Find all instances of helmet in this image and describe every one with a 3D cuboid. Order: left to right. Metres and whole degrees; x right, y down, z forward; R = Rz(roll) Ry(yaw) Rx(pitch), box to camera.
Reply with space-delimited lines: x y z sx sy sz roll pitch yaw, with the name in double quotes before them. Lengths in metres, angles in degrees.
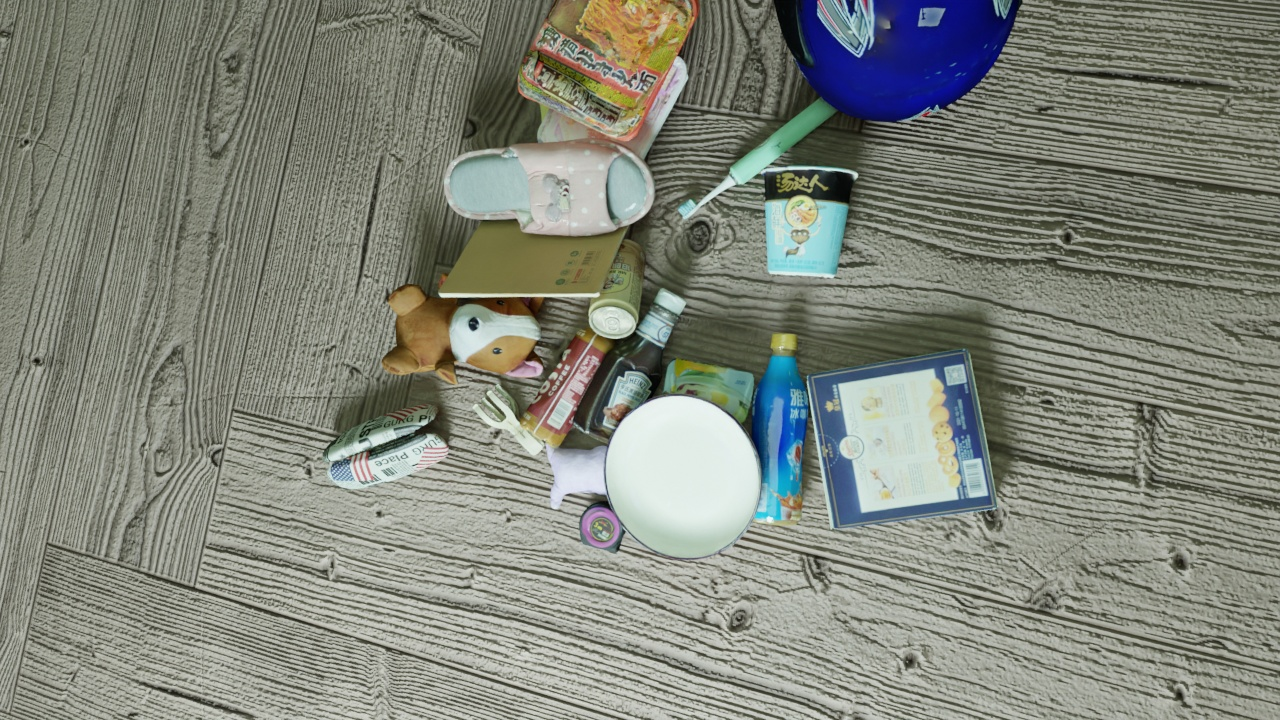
"helmet" 0.261 -0.417 0.966 0.247 0.240 0.315 -16 81 0

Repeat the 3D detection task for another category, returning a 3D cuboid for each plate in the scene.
"plate" 0.051 0.132 1.061 0.193 0.039 0.192 1 94 23

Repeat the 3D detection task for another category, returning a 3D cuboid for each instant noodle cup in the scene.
"instant noodle cup" -0.033 -0.358 1.061 0.164 0.079 0.189 30 95 12
"instant noodle cup" -0.031 -0.307 1.128 0.138 0.060 0.173 30 92 13
"instant noodle cup" 0.190 -0.156 1.051 0.111 0.111 0.120 4 95 13

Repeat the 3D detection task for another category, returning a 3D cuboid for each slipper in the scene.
"slipper" -0.116 -0.208 1.096 0.275 0.054 0.114 5 106 18

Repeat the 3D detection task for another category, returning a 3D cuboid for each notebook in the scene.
"notebook" -0.125 -0.127 1.106 0.208 0.008 0.147 1 45 20

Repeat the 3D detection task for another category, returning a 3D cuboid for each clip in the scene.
"clip" -0.167 0.074 1.136 0.035 0.094 0.102 -42 68 7

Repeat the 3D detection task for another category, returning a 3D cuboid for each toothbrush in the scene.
"toothbrush" 0.140 -0.241 1.103 0.225 0.026 0.027 -37 105 9

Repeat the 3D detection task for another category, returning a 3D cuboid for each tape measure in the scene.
"tape measure" -0.045 0.200 1.115 0.057 0.039 0.058 10 94 13

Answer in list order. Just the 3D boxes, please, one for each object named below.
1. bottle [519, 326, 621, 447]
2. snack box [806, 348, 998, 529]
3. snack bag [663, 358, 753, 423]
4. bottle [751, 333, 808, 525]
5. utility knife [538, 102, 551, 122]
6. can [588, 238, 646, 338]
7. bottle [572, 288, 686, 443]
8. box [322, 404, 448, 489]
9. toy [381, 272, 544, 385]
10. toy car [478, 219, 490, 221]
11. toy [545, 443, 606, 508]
"bottle" -0.078 0.019 1.116 0.057 0.057 0.175 32 86 12
"snack box" 0.293 0.090 1.041 0.183 0.045 0.178 -10 85 12
"snack bag" 0.068 0.098 1.097 0.110 0.039 0.191 11 92 9
"bottle" 0.160 0.078 1.063 0.065 0.065 0.218 3 87 13
"utility knife" -0.113 -0.268 1.165 0.031 0.021 0.205 -6 79 17
"can" -0.027 -0.087 1.089 0.058 0.058 0.116 -3 50 12
"bottle" -0.007 0.006 1.098 0.044 0.079 0.195 32 93 50
"box" -0.325 0.119 1.179 0.163 0.076 0.088 -18 107 8
"toy" -0.213 -0.038 1.129 0.199 0.130 0.140 3 86 3
"toy car" -0.173 -0.209 1.166 0.091 0.036 0.043 -21 85 13
"toy" -0.063 0.138 1.122 0.108 0.039 0.084 -4 86 11
